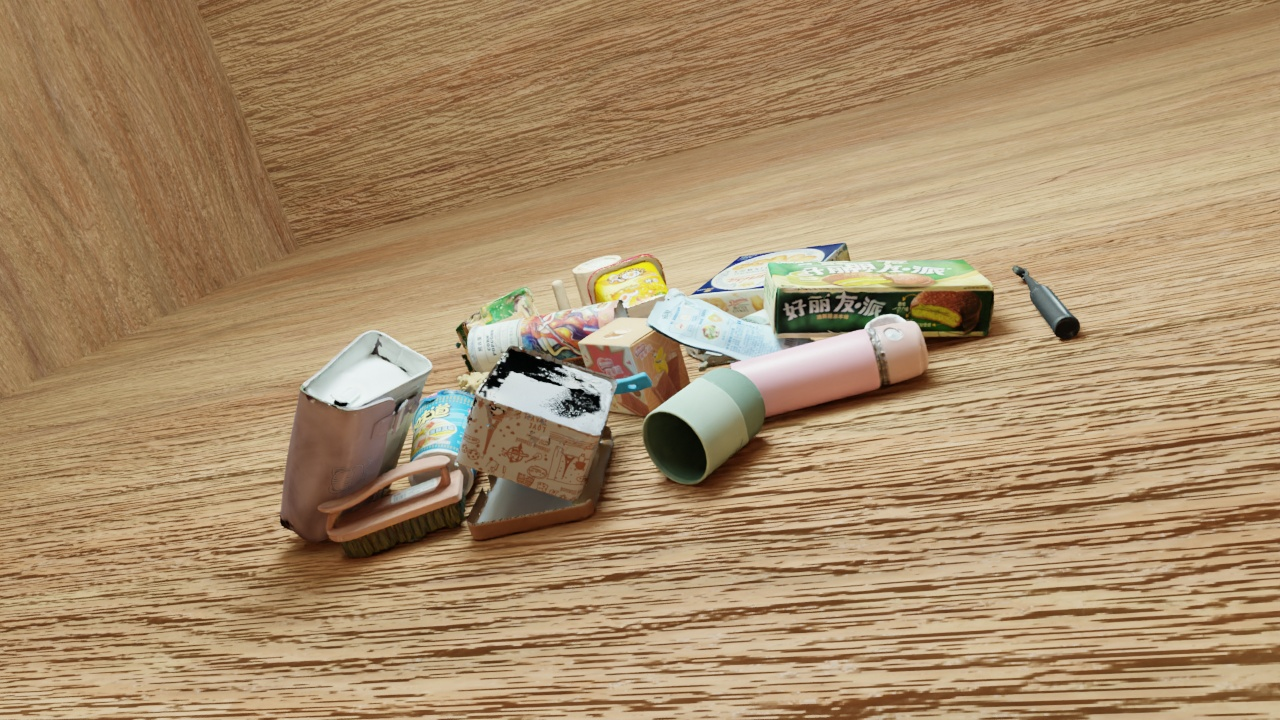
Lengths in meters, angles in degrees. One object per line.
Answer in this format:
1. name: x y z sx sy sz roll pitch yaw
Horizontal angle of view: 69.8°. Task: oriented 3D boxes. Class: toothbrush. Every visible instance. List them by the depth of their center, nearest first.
1. toothbrush: 0.452 -0.073 1.036 0.027 0.026 0.212 24 24 -1

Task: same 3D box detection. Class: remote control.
1. remote control: 0.128 -0.036 1.217 0.135 0.019 0.056 -23 20 -16

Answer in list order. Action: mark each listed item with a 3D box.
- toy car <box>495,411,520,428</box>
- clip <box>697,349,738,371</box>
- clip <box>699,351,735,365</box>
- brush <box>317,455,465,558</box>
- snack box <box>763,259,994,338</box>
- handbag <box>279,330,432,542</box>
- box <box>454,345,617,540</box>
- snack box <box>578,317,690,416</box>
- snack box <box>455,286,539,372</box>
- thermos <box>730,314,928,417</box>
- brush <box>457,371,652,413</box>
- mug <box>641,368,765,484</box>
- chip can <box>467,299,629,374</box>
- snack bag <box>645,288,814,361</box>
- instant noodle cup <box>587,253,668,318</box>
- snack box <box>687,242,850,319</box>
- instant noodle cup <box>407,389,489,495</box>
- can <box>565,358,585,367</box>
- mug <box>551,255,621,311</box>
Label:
1. toy car: -0.135 0.050 1.170 0.071 0.041 0.155 -6 23 29
2. clip: 0.114 -0.013 1.126 0.103 0.034 0.076 -26 37 -27
3. clip: 0.101 -0.003 1.158 0.056 0.028 0.024 -1 25 13
4. brush: -0.254 0.151 0.947 0.145 0.073 0.063 -20 20 -2
5. snack box: 0.266 -0.071 1.051 0.240 0.063 0.114 -1 21 3
6. handbag: -0.311 0.086 0.988 0.098 0.197 0.144 31 33 9
7. box: -0.105 0.097 0.958 0.148 0.158 0.181 20 18 -1
8. snack box: -0.007 0.006 1.099 0.093 0.094 0.076 5 29 46
9. snack box: -0.210 -0.033 1.373 0.117 0.118 0.106 -28 12 -28
10. thermos: 0.196 0.003 0.970 0.199 0.067 0.087 -16 43 6
11. brush: -0.107 0.035 1.066 0.255 0.083 0.045 -5 58 24
12. mug: 0.059 0.067 0.917 0.106 0.082 0.112 -34 -6 -40
13. chip can: -0.120 -0.030 1.230 0.215 0.071 0.071 -9 21 16
14. snack bag: 0.104 -0.030 1.053 0.191 0.039 0.110 19 39 4
15. instant noodle cup: -0.004 -0.076 1.317 0.116 0.116 0.123 -20 31 -8
16. snack box: 0.191 -0.115 1.342 0.178 0.046 0.182 -3 23 36
17. instant noodle cup: -0.218 0.102 1.032 0.099 0.099 0.109 -15 28 6
18. can: -0.094 -0.016 1.289 0.116 0.058 0.058 -11 20 16
19. mug: -0.070 -0.093 1.414 0.124 0.103 0.084 -25 21 -22
